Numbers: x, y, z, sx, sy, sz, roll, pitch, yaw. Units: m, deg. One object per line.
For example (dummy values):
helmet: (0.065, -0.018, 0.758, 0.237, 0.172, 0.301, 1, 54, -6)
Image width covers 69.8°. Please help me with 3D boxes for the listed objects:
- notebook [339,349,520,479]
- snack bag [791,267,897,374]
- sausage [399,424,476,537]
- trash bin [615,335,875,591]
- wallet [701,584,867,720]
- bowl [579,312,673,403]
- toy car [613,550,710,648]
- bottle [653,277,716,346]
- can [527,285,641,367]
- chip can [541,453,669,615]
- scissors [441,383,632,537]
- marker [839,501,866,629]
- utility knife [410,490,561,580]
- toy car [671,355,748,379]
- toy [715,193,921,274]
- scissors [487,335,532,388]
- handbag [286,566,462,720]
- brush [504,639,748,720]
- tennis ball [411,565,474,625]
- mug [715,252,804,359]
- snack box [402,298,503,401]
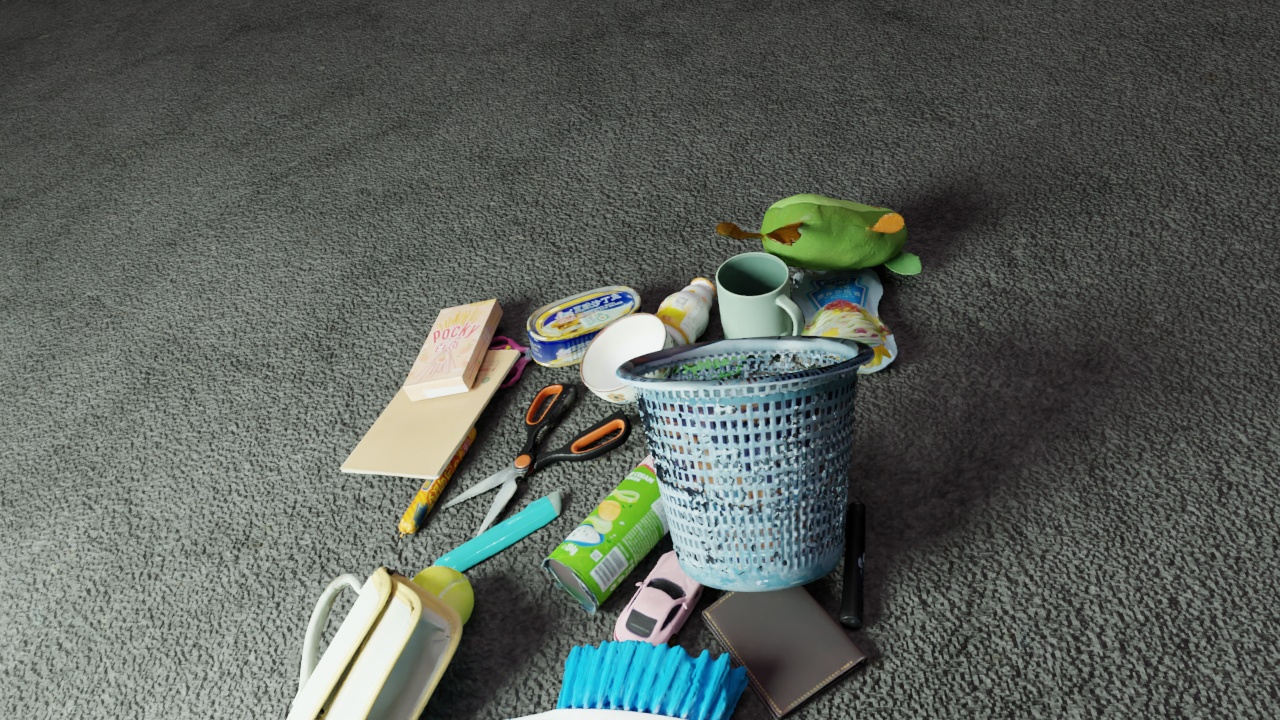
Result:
notebook: (-0.248, 0.058, 1.096, 0.148, 0.008, 0.207, 0, 43, 29)
snack bag: (0.240, -0.056, 1.096, 0.110, 0.039, 0.190, -10, 38, 12)
sausage: (-0.224, 0.130, 1.020, 0.021, 0.021, 0.164, 8, 46, 21)
trash bin: (0.098, 0.090, 0.824, 0.226, 0.195, 0.226, -5, 9, 1)
wallet: (0.124, 0.244, 0.814, 0.096, 0.020, 0.122, -31, 46, -12)
bowl: (-0.006, 0.006, 1.058, 0.114, 0.062, 0.113, -22, 42, 22)
toy car: (0.022, 0.222, 0.850, 0.056, 0.037, 0.122, 18, 49, 28)
bottle: (0.054, -0.055, 1.119, 0.063, 0.063, 0.108, 15, 49, 27)
can: (-0.067, -0.043, 1.137, 0.148, 0.049, 0.074, -19, 47, -13)
chip can: (0.008, 0.142, 0.912, 0.072, 0.072, 0.235, 25, 55, 34)
scissors: (-0.115, 0.102, 1.028, 0.221, 0.022, 0.221, -16, 40, 5)
marker: (0.198, 0.188, 0.855, 0.022, 0.020, 0.131, -12, 39, 26)
utility knife: (-0.169, 0.194, 0.941, 0.209, 0.013, 0.029, -28, 71, -18)
toy car: (0.081, 0.010, 1.056, 0.091, 0.043, 0.036, -11, 64, -9)
toy: (0.222, -0.152, 1.100, 0.246, 0.090, 0.227, 0, 4, -29)
scissors: (-0.142, -0.004, 1.149, 0.133, 0.017, 0.128, 4, 43, 15)
handbag: (-0.259, 0.264, 0.817, 0.179, 0.063, 0.163, 16, 72, 44)
brush: (-0.070, 0.296, 0.785, 0.315, 0.061, 0.109, 0, 47, 18)
tennis ball: (-0.192, 0.229, 0.873, 0.065, 0.065, 0.065, -7, 42, 6)
mug: (0.144, -0.054, 1.063, 0.082, 0.106, 0.112, -36, 47, -25)
snack box: (-0.232, -0.015, 1.148, 0.085, 0.026, 0.156, -10, 38, 19)
